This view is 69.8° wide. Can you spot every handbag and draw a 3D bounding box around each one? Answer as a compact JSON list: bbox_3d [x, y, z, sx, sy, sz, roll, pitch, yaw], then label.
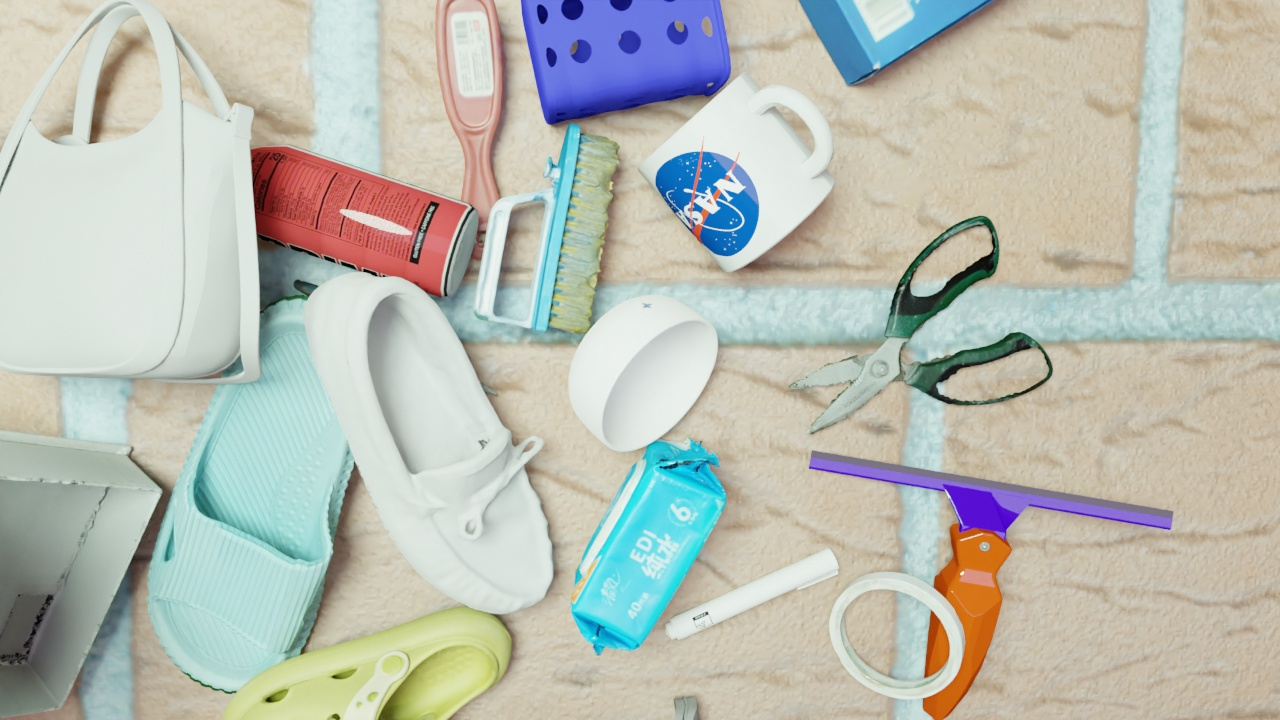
[{"bbox_3d":[-0.288,-0.099,0.532,0.216,0.095,0.222,1,87,22],"label":"handbag"}]

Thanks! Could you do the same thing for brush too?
[{"bbox_3d":[-0.108,-0.152,0.598,0.041,0.030,0.172,-4,110,-9],"label":"brush"},{"bbox_3d":[-0.060,-0.087,0.596,0.075,0.055,0.136,10,94,-13],"label":"brush"}]

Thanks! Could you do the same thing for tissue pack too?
[{"bbox_3d":[0.003,0.115,0.607,0.061,0.093,0.144,32,91,-2],"label":"tissue pack"}]

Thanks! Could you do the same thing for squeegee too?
[{"bbox_3d":[0.232,0.176,0.658,0.250,0.055,0.185,9,107,6],"label":"squeegee"}]

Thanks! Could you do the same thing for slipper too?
[{"bbox_3d":[-0.119,0.055,0.575,0.112,0.075,0.247,-33,112,-25],"label":"slipper"},{"bbox_3d":[-0.242,0.092,0.579,0.116,0.069,0.276,21,98,-5],"label":"slipper"},{"bbox_3d":[-0.170,0.230,0.594,0.190,0.081,0.092,-21,128,-10],"label":"slipper"}]

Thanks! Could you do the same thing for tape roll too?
[{"bbox_3d":[0.181,0.195,0.650,0.093,0.013,0.093,8,108,27],"label":"tape roll"}]

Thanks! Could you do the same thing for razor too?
[{"bbox_3d":[-0.011,0.292,0.650,0.116,0.047,0.088,-9,97,2],"label":"razor"}]

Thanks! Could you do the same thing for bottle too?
[{"bbox_3d":[-0.194,-0.094,0.572,0.176,0.062,0.062,18,93,-3],"label":"bottle"}]

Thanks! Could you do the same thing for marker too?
[{"bbox_3d":[0.080,0.170,0.659,0.133,0.017,0.020,-23,100,-4],"label":"marker"}]

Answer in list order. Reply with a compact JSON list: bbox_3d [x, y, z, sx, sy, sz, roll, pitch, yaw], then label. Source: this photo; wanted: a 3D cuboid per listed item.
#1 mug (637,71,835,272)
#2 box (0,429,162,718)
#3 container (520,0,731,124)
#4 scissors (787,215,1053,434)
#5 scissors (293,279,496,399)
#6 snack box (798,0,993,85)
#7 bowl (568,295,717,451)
[{"bbox_3d":[0.070,-0.125,0.578,0.090,0.122,0.090,48,51,-9],"label":"mug"},{"bbox_3d":[-0.378,0.135,0.353,0.148,0.506,0.167,25,93,-5],"label":"box"},{"bbox_3d":[-0.012,-0.202,0.577,0.113,0.085,0.084,-12,96,-5],"label":"container"},{"bbox_3d":[0.209,0.008,0.661,0.209,0.015,0.154,-43,101,-2],"label":"scissors"},{"bbox_3d":[-0.167,-0.013,0.609,0.129,0.019,0.139,-21,100,-5],"label":"scissors"},{"bbox_3d":[0.166,-0.337,0.600,0.195,0.056,0.239,-33,98,-3],"label":"snack box"},{"bbox_3d":[-0.004,0.003,0.596,0.054,0.105,0.105,38,90,31],"label":"bowl"}]
